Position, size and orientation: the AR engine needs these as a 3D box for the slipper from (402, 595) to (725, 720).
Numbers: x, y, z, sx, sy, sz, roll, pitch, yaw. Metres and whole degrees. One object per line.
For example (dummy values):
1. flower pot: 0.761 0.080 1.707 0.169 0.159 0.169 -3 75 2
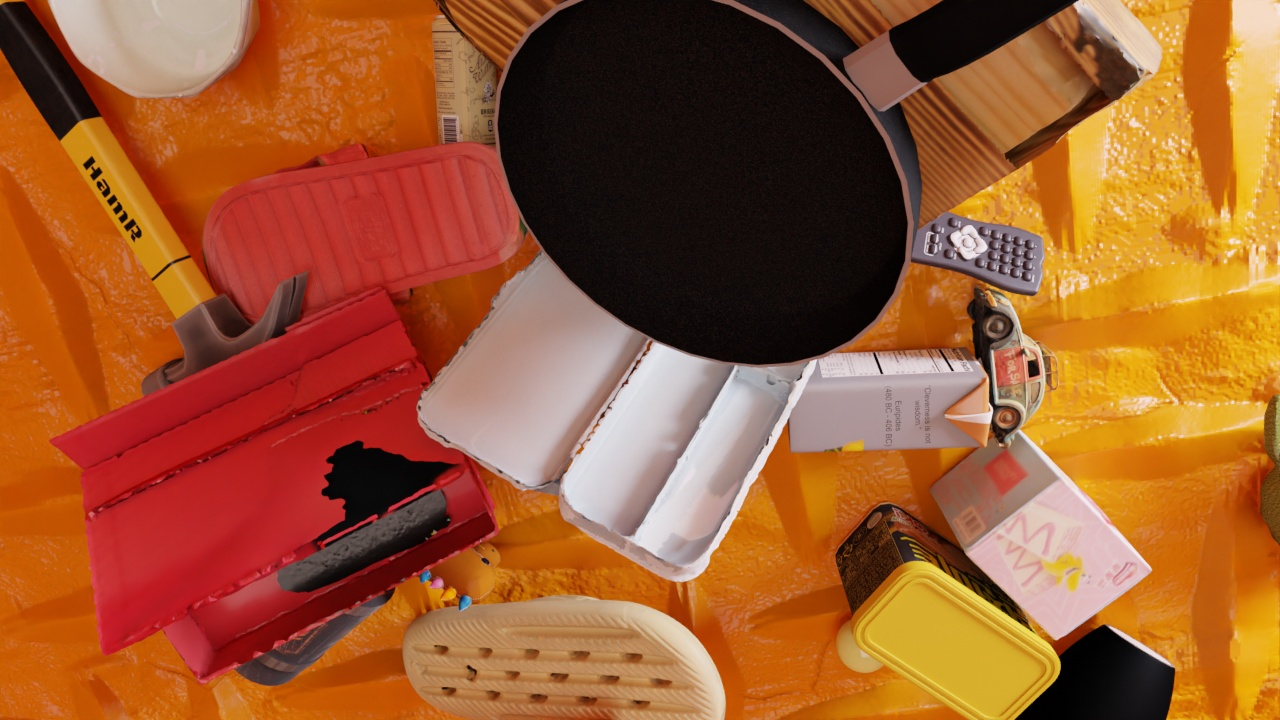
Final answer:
1. slipper: -0.057 0.217 0.683 0.262 0.079 0.111 -4 104 23

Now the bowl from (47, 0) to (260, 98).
1. bowl: -0.281 -0.218 0.550 0.117 0.061 0.117 1 108 2

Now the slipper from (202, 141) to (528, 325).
1. slipper: -0.176 -0.086 0.591 0.249 0.059 0.103 -11 107 22

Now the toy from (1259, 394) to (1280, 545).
1. toy: 0.497 0.085 0.606 0.153 0.078 0.179 -22 109 11

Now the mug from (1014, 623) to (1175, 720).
1. mug: 0.349 0.255 0.679 0.118 0.085 0.100 26 97 -37

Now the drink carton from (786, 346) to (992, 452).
1. drink carton: 0.160 0.025 0.606 0.125 0.076 0.048 -3 109 8

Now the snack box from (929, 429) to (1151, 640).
1. snack box: 0.266 0.112 0.619 0.095 0.093 0.080 44 105 -11

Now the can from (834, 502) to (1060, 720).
1. can: 0.206 0.172 0.638 0.131 0.101 0.073 34 107 -9

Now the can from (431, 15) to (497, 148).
1. can: -0.108 -0.171 0.569 0.038 0.038 0.079 1 109 2

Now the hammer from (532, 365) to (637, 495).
1. hammer: 0.030 0.001 0.628 0.301 0.028 0.111 -27 105 11

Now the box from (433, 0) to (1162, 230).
1. box: 0.046 -0.180 0.447 0.279 0.263 0.270 42 107 -13

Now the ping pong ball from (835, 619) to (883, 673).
1. ping pong ball: 0.166 0.213 0.686 0.040 0.040 0.040 1 109 2

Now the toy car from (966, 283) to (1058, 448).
1. toy car: 0.247 0.002 0.607 0.047 0.047 0.112 -11 109 7

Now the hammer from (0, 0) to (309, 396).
1. hammer: -0.337 -0.122 0.586 0.170 0.034 0.324 -24 101 30

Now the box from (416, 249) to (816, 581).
1. box: -0.003 0.006 0.544 0.190 0.208 0.038 26 147 10

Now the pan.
1. pan: 0.073 -0.103 0.370 0.204 0.044 0.357 45 142 -17

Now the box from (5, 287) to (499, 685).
1. box: -0.249 -0.026 0.476 0.214 0.138 0.468 -25 123 -9

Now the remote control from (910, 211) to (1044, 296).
1. remote control: 0.200 -0.077 0.589 0.124 0.009 0.046 16 69 -2

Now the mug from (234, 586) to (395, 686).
1. mug: -0.256 0.163 0.679 0.107 0.080 0.115 -41 74 16

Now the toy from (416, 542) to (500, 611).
1. toy: -0.154 0.150 0.647 0.090 0.102 0.071 30 129 22
